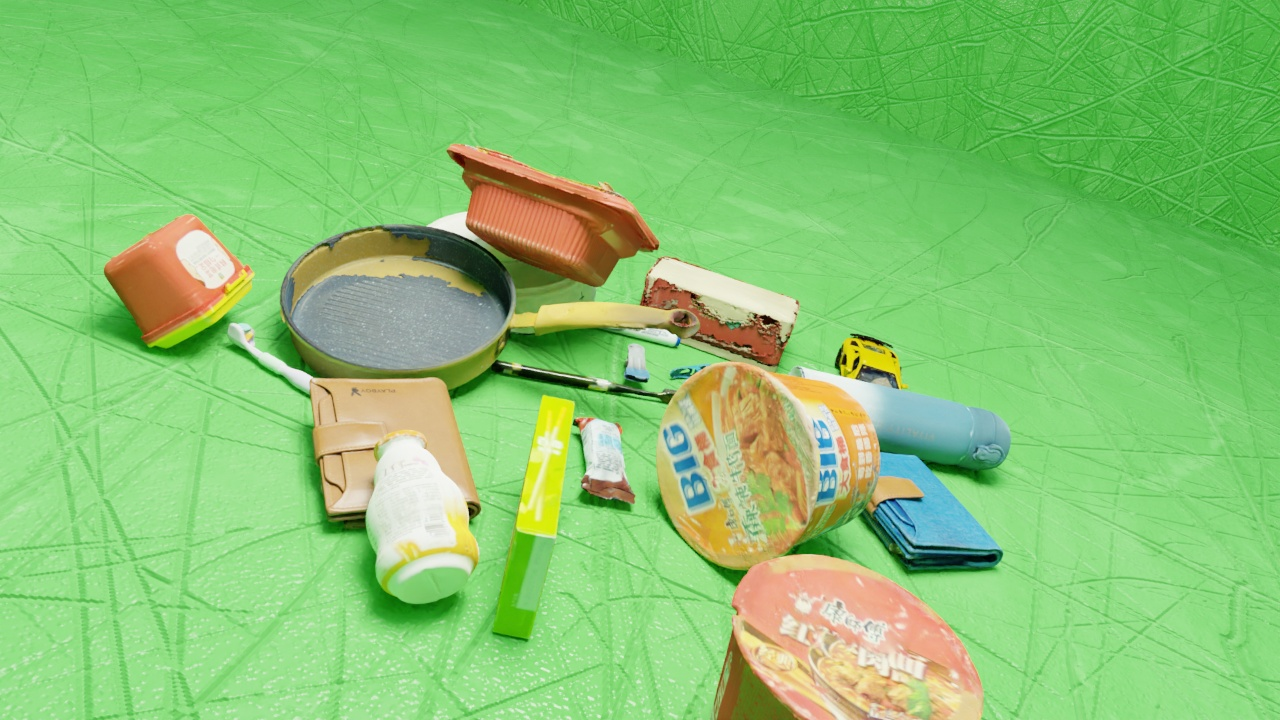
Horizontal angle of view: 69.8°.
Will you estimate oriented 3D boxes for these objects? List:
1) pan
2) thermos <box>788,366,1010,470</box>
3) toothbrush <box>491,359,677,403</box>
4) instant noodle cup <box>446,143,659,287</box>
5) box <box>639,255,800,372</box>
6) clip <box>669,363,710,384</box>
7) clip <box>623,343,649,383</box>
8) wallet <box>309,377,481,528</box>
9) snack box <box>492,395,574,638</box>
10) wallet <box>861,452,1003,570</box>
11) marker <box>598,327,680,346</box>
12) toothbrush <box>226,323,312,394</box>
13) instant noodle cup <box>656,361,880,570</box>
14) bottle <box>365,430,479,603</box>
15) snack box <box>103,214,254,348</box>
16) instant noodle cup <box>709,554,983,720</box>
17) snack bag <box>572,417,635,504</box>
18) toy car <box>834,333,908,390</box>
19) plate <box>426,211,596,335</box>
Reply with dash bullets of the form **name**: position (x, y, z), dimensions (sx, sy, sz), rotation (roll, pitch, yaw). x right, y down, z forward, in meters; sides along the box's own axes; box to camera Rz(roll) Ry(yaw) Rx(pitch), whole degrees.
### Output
- **pan**: position (-0.129, -0.043, 0.793), dimensions (0.357, 0.078, 0.197), rotation (13, 43, 1)
- **thermos**: position (0.246, 0.059, 0.886), dimensions (0.220, 0.070, 0.070), rotation (13, 28, -7)
- **toothbrush**: position (-0.047, 0.020, 0.856), dimensions (0.185, 0.012, 0.017), rotation (10, 22, -11)
- **instant noodle cup**: position (-0.084, -0.129, 0.862), dimensions (0.189, 0.079, 0.164), rotation (20, -3, 16)
- **box**: position (0.085, -0.059, 1.002), dimensions (0.168, 0.079, 0.091), rotation (19, 27, 6)
- **clip**: position (0.056, 0.015, 0.920), dimensions (0.056, 0.014, 0.041), rotation (-11, 39, -40)
- **clip**: position (-0.006, 0.007, 0.889), dimensions (0.024, 0.028, 0.056), rotation (10, 25, -10)
- **wallet**: position (-0.181, 0.063, 0.664), dimensions (0.107, 0.031, 0.131), rotation (2, 40, -27)
- **snack box**: position (-0.069, 0.099, 0.615), dimensions (0.026, 0.086, 0.156), rotation (13, 28, -6)
- **wallet**: position (0.234, 0.124, 0.791), dimensions (0.106, 0.040, 0.133), rotation (8, 27, -25)
- **marker**: position (-0.028, -0.038, 0.968), dimensions (0.146, 0.017, 0.016), rotation (14, 27, -6)
- **toothbrush**: position (-0.258, 0.019, 0.733), dimensions (0.189, 0.029, 0.021), rotation (29, 70, 19)
- **instant noodle cup**: position (0.103, 0.075, 0.700), dimensions (0.111, 0.152, 0.151), rotation (0, 31, -45)
- **bottle**: position (-0.143, 0.096, 0.583), dimensions (0.063, 0.063, 0.108), rotation (-1, 48, -30)
- **snack box**: position (-0.372, -0.067, 0.742), dimensions (0.082, 0.080, 0.091), rotation (-24, 24, 14)
- **instant noodle cup**: position (0.100, 0.192, 0.508), dimensions (0.138, 0.109, 0.137), rotation (13, 28, -7)
- **snack bag**: position (-0.030, 0.077, 0.742), dimensions (0.045, 0.026, 0.105), rotation (18, 27, -18)
- **toy car**: position (0.251, 0.018, 0.992), dimensions (0.071, 0.041, 0.155), rotation (18, 29, 3)
- **plate**: position (-0.146, -0.100, 0.958), dimensions (0.205, 0.046, 0.204), rotation (6, 35, -5)
